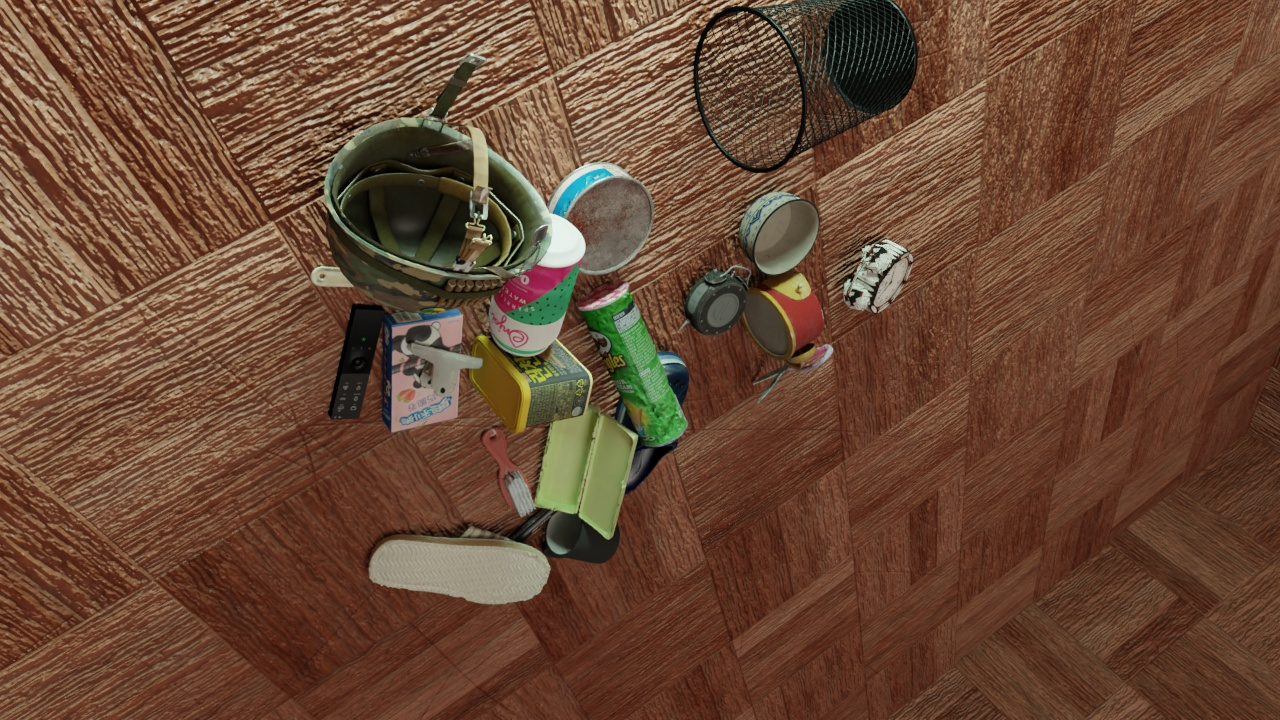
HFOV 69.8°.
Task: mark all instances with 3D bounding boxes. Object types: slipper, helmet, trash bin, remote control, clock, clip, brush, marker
[{"bbox_3d":[0.016,0.104,1.346,0.105,0.095,0.253,0,125,-35],"label":"slipper"},{"bbox_3d":[-0.192,-0.149,0.901,0.224,0.192,0.237,-5,153,-20],"label":"helmet"},{"bbox_3d":[0.202,-0.340,1.084,0.209,0.184,0.184,-25,135,-29],"label":"trash bin"},{"bbox_3d":[-0.327,0.004,1.055,0.034,0.013,0.150,0,122,-38],"label":"remote control"},{"bbox_3d":[0.217,-0.058,1.354,0.081,0.117,0.159,-31,129,-20],"label":"clock"},{"bbox_3d":[-0.232,0.015,1.076,0.101,0.041,0.054,14,99,-44],"label":"clip"},{"bbox_3d":[-0.182,0.158,1.279,0.041,0.030,0.172,-30,136,-16],"label":"brush"},{"bbox_3d":[-0.142,0.228,1.373,0.145,0.021,0.023,-41,168,-4],"label":"marker"},{"bbox_3d":[0.107,-0.086,1.300,0.091,0.044,0.123,8,117,-41],"label":"clock"},{"bbox_3d":[0.362,-0.135,1.441,0.154,0.065,0.115,-10,130,-52],"label":"clock"},{"bbox_3d":[-0.261,-0.091,1.035,0.217,0.012,0.033,-1,122,-36],"label":"brush"},{"bbox_3d":[-0.256,0.291,1.309,0.272,0.054,0.115,17,114,-34],"label":"slipper"}]

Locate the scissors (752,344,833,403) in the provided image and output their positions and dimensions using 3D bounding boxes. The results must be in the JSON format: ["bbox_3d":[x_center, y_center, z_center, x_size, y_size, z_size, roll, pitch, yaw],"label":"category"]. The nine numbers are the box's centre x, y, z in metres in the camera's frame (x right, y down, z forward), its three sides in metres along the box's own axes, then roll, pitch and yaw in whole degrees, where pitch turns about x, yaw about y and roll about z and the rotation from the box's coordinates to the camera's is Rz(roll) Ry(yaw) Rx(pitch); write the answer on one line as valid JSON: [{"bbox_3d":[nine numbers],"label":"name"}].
[{"bbox_3d":[0.241,-0.006,1.439,0.014,0.167,0.171,40,138,-17],"label":"scissors"}]

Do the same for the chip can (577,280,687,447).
[{"bbox_3d":[-0.007,0.009,1.211,0.075,0.075,0.223,-30,115,-16],"label":"chip can"}]

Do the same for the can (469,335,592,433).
[{"bbox_3d":[-0.136,0.021,1.134,0.100,0.131,0.073,-10,128,-36],"label":"can"}]

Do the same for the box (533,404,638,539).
[{"bbox_3d":[-0.077,0.151,1.298,0.048,0.140,0.188,-41,148,-55],"label":"box"}]

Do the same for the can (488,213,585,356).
[{"bbox_3d":[-0.123,-0.087,1.066,0.088,0.088,0.166,-13,144,-31],"label":"can"}]

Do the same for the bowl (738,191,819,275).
[{"bbox_3d":[0.185,-0.182,1.273,0.115,0.059,0.116,-21,133,-24],"label":"bowl"}]

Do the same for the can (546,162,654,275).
[{"bbox_3d":[-0.049,-0.171,1.111,0.129,0.044,0.130,-21,133,-24],"label":"can"}]

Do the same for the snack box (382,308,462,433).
[{"bbox_3d":[-0.261,0.010,1.097,0.087,0.033,0.154,-12,129,-32],"label":"snack box"}]

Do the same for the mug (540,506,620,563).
[{"bbox_3d":[-0.101,0.274,1.409,0.114,0.078,0.088,-32,145,28],"label":"mug"}]
